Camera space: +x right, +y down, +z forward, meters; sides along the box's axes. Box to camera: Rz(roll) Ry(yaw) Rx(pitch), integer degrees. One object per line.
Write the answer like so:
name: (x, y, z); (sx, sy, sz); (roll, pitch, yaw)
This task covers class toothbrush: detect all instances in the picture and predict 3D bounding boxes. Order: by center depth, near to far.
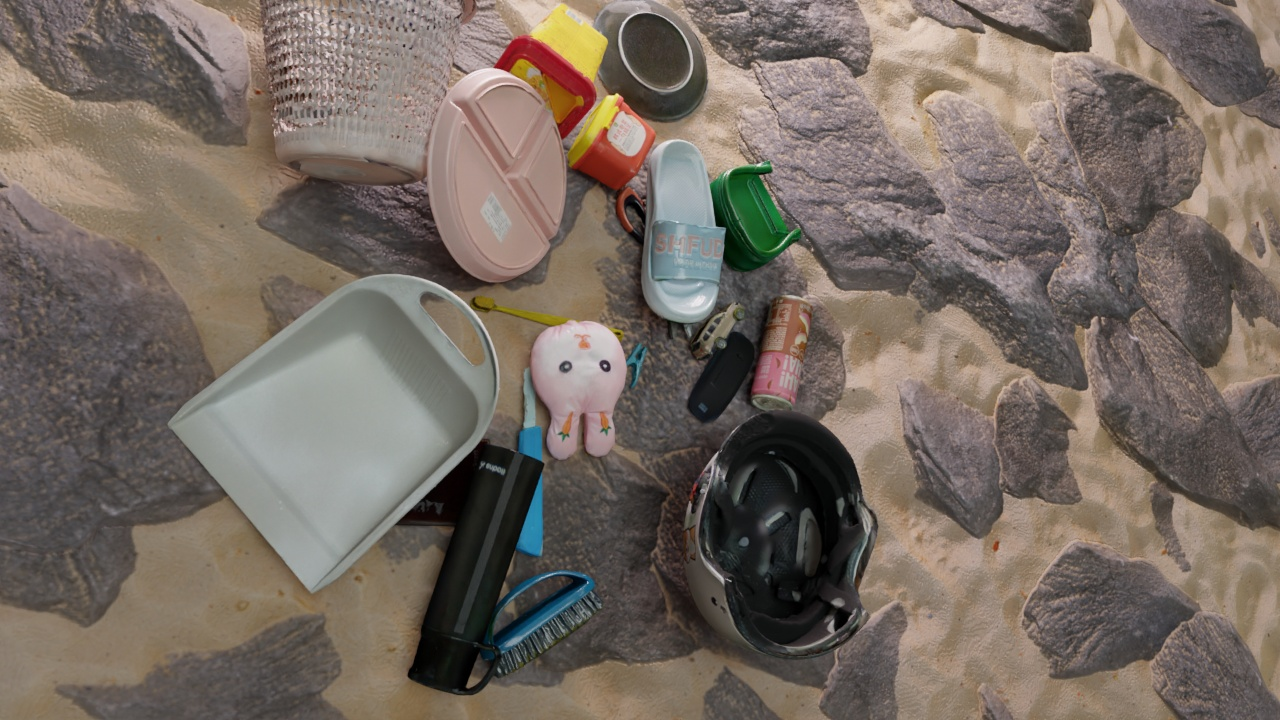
toothbrush: (-0.105, -0.049, 1.071); (0.190, 0.017, 0.015); (13, 73, -25)

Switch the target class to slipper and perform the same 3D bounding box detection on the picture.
slipper: (0.059, -0.163, 1.133); (0.104, 0.074, 0.245); (6, 74, -29)

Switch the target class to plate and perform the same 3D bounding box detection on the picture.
plate: (-0.146, -0.199, 1.002); (0.228, 0.028, 0.230); (-22, 116, -58)
plate: (0.018, -0.403, 1.213); (0.179, 0.024, 0.179); (6, 76, -26)

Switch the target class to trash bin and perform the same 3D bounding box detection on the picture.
trash bin: (-0.287, -0.287, 0.935); (0.227, 0.228, 0.192); (4, 89, -27)

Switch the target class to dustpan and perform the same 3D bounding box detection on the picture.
dustpan: (-0.271, 0.045, 0.879); (0.222, 0.143, 0.257); (49, 58, 2)

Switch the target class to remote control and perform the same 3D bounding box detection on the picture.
remote control: (0.107, 0.019, 1.162); (0.053, 0.024, 0.136); (40, 64, -13)

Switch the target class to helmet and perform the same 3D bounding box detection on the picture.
helmet: (0.142, 0.209, 1.062); (0.230, 0.157, 0.273); (14, 61, -22)

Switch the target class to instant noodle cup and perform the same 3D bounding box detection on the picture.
instant noodle cup: (-0.104, -0.347, 1.094); (0.116, 0.116, 0.123); (34, 53, -18)

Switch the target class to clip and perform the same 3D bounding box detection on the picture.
clip: (-0.008, 0.004, 1.112); (0.038, 0.013, 0.055); (35, 67, -17)

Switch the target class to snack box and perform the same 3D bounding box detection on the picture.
snack box: (-0.033, -0.264, 1.120); (0.080, 0.082, 0.091); (33, 64, -16)

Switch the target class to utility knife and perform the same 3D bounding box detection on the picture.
utility knife: (-0.123, 0.109, 1.024); (0.034, 0.018, 0.216); (10, 73, -37)

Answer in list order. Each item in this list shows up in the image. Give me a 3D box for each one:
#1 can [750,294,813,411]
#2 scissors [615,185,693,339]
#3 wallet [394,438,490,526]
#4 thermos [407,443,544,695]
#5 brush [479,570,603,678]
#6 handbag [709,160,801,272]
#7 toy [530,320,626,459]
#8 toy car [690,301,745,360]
can: (0.183, -0.009, 1.188); (0.058, 0.058, 0.147); (23, 69, -21)
scissors: (0.021, -0.135, 1.159); (0.204, 0.015, 0.202); (35, 65, -18)
wallet: (-0.217, 0.127, 0.972); (0.122, 0.020, 0.096); (7, 75, -28)
thermos: (-0.157, 0.212, 0.934); (0.090, 0.068, 0.242); (12, 77, 17)
brush: (-0.110, 0.269, 0.973); (0.143, 0.055, 0.073); (-31, 94, -29)
handbag: (0.148, -0.192, 1.207); (0.120, 0.068, 0.131); (-31, 94, -30)
toy: (-0.068, 0.033, 1.054); (0.121, 0.054, 0.159); (-3, 87, -31)
toy car: (0.098, -0.040, 1.160); (0.035, 0.042, 0.090); (43, 63, -10)
